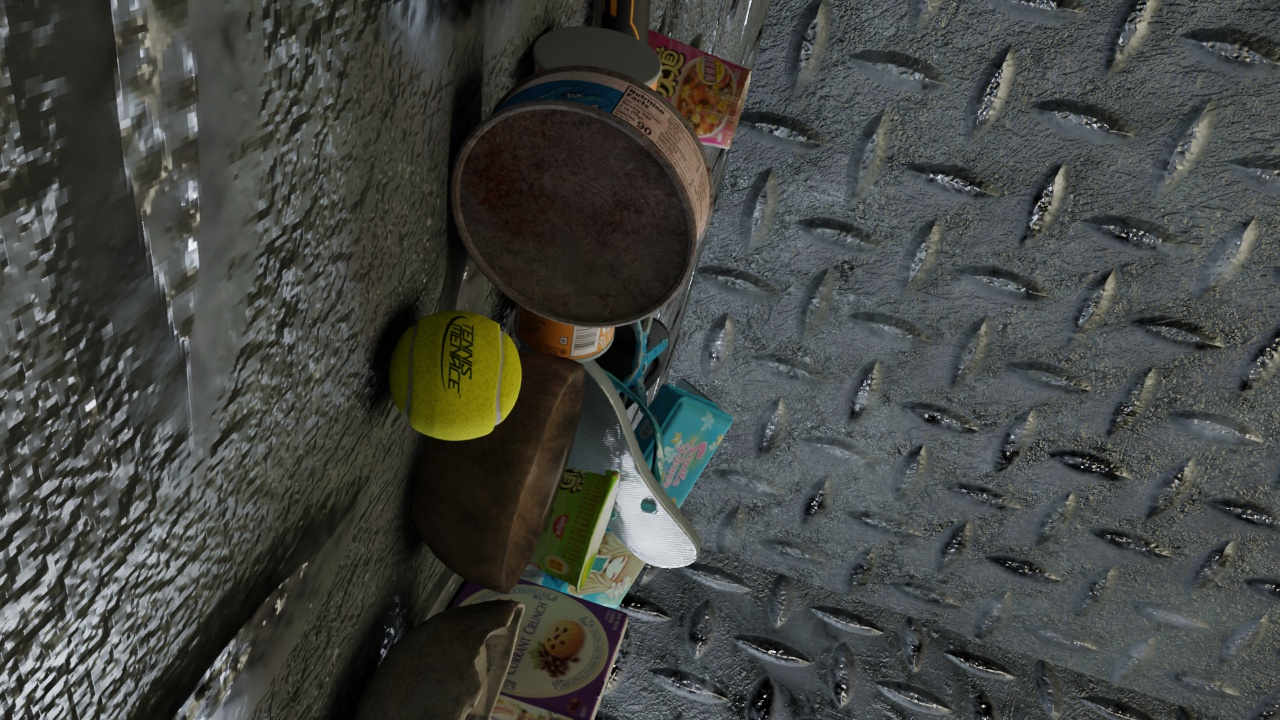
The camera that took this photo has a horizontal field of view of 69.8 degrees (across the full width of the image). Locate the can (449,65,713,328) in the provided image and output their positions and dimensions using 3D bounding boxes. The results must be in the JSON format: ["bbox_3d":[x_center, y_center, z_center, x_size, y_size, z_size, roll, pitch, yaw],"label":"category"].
[{"bbox_3d":[-0.030,-0.081,0.476,0.044,0.130,0.130,-67,173,-48],"label":"can"}]

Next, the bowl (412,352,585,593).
[{"bbox_3d":[-0.096,0.068,0.617,0.162,0.070,0.162,20,88,-85],"label":"bowl"}]

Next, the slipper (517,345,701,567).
[{"bbox_3d":[-0.029,0.075,0.776,0.269,0.098,0.054,61,33,-31],"label":"slipper"}]

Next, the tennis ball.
[{"bbox_3d":[-0.093,0.007,0.462,0.065,0.065,0.065,20,88,-85],"label":"tennis ball"}]

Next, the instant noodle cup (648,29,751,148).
[{"bbox_3d":[0.037,-0.237,0.815,0.097,0.108,0.097,20,87,-86],"label":"instant noodle cup"}]

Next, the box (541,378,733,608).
[{"bbox_3d":[0.004,0.131,0.904,0.227,0.086,0.169,-59,172,6],"label":"box"}]

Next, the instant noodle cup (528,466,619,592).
[{"bbox_3d":[-0.082,0.121,0.733,0.099,0.108,0.099,19,88,-85],"label":"instant noodle cup"}]

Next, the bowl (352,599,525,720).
[{"bbox_3d":[-0.143,0.236,0.607,0.178,0.081,0.178,20,87,-85],"label":"bowl"}]

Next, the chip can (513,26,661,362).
[{"bbox_3d":[-0.040,-0.100,0.603,0.075,0.075,0.216,-68,172,-46],"label":"chip can"}]

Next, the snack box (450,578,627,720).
[{"bbox_3d":[-0.098,0.247,0.767,0.143,0.148,0.041,-61,166,-67],"label":"snack box"}]

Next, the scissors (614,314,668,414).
[{"bbox_3d":[-0.005,0.005,0.842,0.139,0.011,0.134,-55,151,-43],"label":"scissors"}]

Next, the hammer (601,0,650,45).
[{"bbox_3d":[-0.018,-0.157,0.690,0.123,0.036,0.321,-56,158,-47],"label":"hammer"}]

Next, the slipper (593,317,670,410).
[{"bbox_3d":[-0.043,0.001,0.893,0.262,0.101,0.083,-56,157,-52],"label":"slipper"}]

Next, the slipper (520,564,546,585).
[{"bbox_3d":[-0.131,0.249,0.908,0.272,0.054,0.115,-66,-171,-15],"label":"slipper"}]
